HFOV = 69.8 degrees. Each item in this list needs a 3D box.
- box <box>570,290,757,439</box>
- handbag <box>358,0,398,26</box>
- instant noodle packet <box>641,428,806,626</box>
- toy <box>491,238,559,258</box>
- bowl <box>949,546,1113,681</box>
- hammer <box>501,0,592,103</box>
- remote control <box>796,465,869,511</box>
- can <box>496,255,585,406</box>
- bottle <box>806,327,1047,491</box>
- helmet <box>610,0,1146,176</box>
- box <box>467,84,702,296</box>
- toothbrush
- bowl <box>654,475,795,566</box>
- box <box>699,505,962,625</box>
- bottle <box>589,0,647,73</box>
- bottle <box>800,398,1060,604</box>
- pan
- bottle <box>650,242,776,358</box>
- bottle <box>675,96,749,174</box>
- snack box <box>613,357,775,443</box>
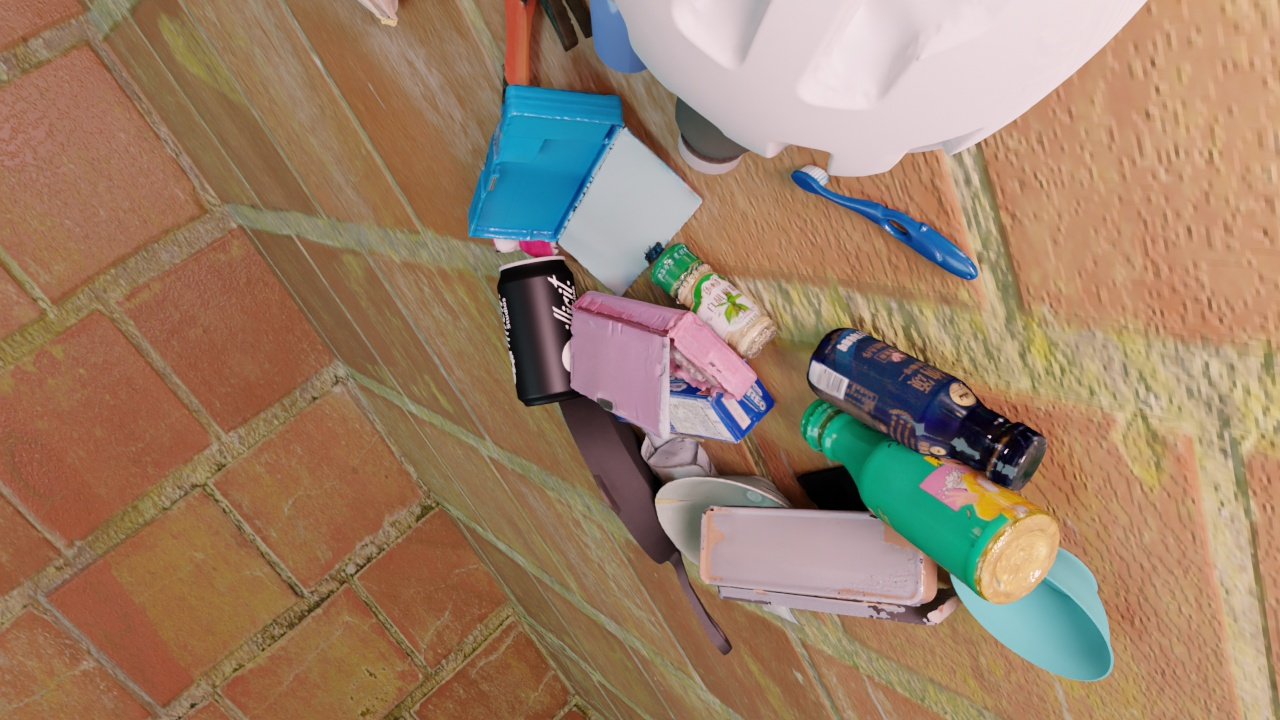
[{"bbox_3d":[-0.008,0.006,0.814,0.099,0.098,0.233,41,172,-25],"label":"box"},{"bbox_3d":[-0.260,-0.370,0.785,0.194,0.101,0.198,40,168,23],"label":"handbag"},{"bbox_3d":[0.089,0.195,1.050,0.147,0.057,0.269,27,151,57],"label":"instant noodle packet"},{"bbox_3d":[-0.134,-0.134,0.962,0.102,0.050,0.066,33,148,24],"label":"toy"},{"bbox_3d":[0.285,0.164,0.648,0.121,0.046,0.121,40,156,22],"label":"bowl"},{"bbox_3d":[-0.105,-0.228,0.784,0.133,0.033,0.334,45,158,11],"label":"hammer"},{"bbox_3d":[0.181,0.113,0.796,0.045,0.021,0.141,52,159,-2],"label":"remote control"},{"bbox_3d":[-0.099,-0.030,0.952,0.080,0.080,0.146,-8,93,64],"label":"can"},{"bbox_3d":[0.186,0.031,0.611,0.161,0.056,0.056,32,152,37],"label":"bottle"},{"bbox_3d":[0.078,-0.182,0.338,0.224,0.183,0.283,47,165,0],"label":"helmet"},{"bbox_3d":[-0.054,-0.147,0.798,0.174,0.063,0.244,23,160,-11],"label":"box"},{"bbox_3d":[0.148,-0.086,0.557,0.132,0.016,0.021,36,155,24],"label":"toothbrush"},{"bbox_3d":[0.107,0.152,0.917,0.174,0.067,0.174,19,139,17],"label":"bowl"},{"bbox_3d":[0.157,0.170,0.802,0.217,0.094,0.108,-5,104,39],"label":"box"},{"bbox_3d":[-0.006,-0.213,0.542,0.048,0.048,0.131,50,179,-1],"label":"bottle"},{"bbox_3d":[0.190,0.085,0.649,0.210,0.068,0.068,40,159,55],"label":"bottle"},{"bbox_3d":[0.018,0.174,1.040,0.356,0.043,0.248,59,-177,-2],"label":"pan"},{"bbox_3d":[0.059,-0.048,0.744,0.110,0.042,0.043,42,157,17],"label":"bottle"},{"bbox_3d":[0.054,-0.161,0.552,0.060,0.060,0.109,45,157,11],"label":"bottle"},{"bbox_3d":[0.034,0.032,0.893,0.059,0.059,0.227,55,158,-19],"label":"snack box"}]
